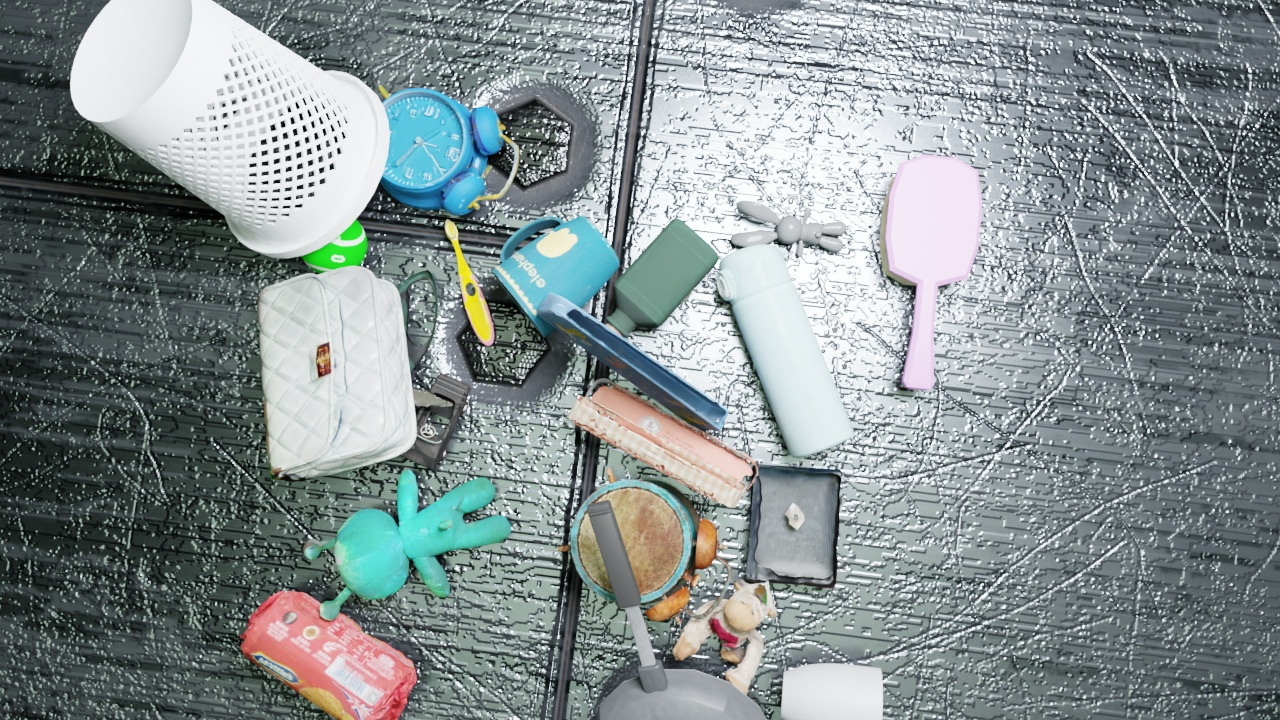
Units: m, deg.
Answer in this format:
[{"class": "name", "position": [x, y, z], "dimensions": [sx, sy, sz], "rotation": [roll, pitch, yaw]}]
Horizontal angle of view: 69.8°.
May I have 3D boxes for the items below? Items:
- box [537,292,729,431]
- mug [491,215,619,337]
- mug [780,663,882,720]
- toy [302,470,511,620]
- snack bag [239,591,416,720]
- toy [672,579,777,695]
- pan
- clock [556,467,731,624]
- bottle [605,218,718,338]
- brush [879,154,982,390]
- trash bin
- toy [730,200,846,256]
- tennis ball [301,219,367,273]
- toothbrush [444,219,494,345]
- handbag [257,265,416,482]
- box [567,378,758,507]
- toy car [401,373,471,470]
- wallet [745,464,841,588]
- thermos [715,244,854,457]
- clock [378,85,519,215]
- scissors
[{"class": "box", "position": [-0.007, 0.007, 0.858], "dimensions": [0.209, 0.066, 0.037], "rotation": [34, 84, -22]}, {"class": "mug", "position": [-0.087, -0.096, 0.899], "dimensions": [0.104, 0.084, 0.112], "rotation": [-38, 58, -5]}, {"class": "mug", "position": [0.179, 0.339, 0.874], "dimensions": [0.089, 0.071, 0.107], "rotation": [4, 114, 10]}, {"class": "toy", "position": [-0.225, 0.175, 0.888], "dimensions": [0.193, 0.072, 0.130], "rotation": [-21, 86, -9]}, {"class": "snack bag", "position": [-0.295, 0.287, 0.879], "dimensions": [0.176, 0.082, 0.082], "rotation": [34, 88, 3]}, {"class": "toy", "position": [0.093, 0.255, 0.869], "dimensions": [0.085, 0.074, 0.106], "rotation": [39, 98, 9]}, {"class": "pan", "position": [0.012, 0.291, 0.829], "dimensions": [0.179, 0.041, 0.357], "rotation": [-14, 104, 12]}, {"class": "clock", "position": [0.012, 0.182, 0.876], "dimensions": [0.158, 0.073, 0.121], "rotation": [31, 87, 14]}, {"class": "bottle", "position": [0.011, -0.070, 0.897], "dimensions": [0.061, 0.061, 0.131], "rotation": [42, 88, 1]}, {"class": "brush", "position": [0.278, -0.084, 0.901], "dimensions": [0.089, 0.043, 0.228], "rotation": [6, 87, 2]}, {"class": "trash bin", "position": [-0.365, -0.219, 0.813], "dimensions": [0.196, 0.199, 0.195], "rotation": [-8, 71, 22]}, {"class": "toy", "position": [0.149, -0.130, 0.914], "dimensions": [0.111, 0.030, 0.049], "rotation": [8, 101, -3]}, {"class": "tennis ball", "position": [-0.304, -0.116, 0.905], "dimensions": [0.065, 0.065, 0.065], "rotation": [0, 86, 1]}, {"class": "toothbrush", "position": [-0.174, -0.079, 0.925], "dimensions": [0.021, 0.016, 0.135], "rotation": [-19, 86, -5]}, {"class": "handbag", "position": [-0.296, 0.009, 0.872], "dimensions": [0.139, 0.072, 0.194], "rotation": [-15, 71, 8]}, {"class": "box", "position": [0.023, 0.079, 0.883], "dimensions": [0.187, 0.085, 0.048], "rotation": [28, 112, 9]}, {"class": "toy car", "position": [-0.202, 0.060, 0.907], "dimensions": [0.040, 0.037, 0.092], "rotation": [24, 87, 3]}, {"class": "wallet", "position": [0.150, 0.161, 0.898], "dimensions": [0.089, 0.026, 0.115], "rotation": [5, 86, 2]}, {"class": "thermos", "position": [0.138, -0.012, 0.889], "dimensions": [0.077, 0.065, 0.207], "rotation": [-20, 86, -19]}, {"class": "clock", "position": [-0.197, -0.208, 0.910], "dimensions": [0.161, 0.060, 0.116], "rotation": [16, 86, 5]}, {"class": "scissors", "position": [-0.278, 0.007, 0.915], "dimensions": [0.202, 0.015, 0.201], "rotation": [0, 74, 11]}]
